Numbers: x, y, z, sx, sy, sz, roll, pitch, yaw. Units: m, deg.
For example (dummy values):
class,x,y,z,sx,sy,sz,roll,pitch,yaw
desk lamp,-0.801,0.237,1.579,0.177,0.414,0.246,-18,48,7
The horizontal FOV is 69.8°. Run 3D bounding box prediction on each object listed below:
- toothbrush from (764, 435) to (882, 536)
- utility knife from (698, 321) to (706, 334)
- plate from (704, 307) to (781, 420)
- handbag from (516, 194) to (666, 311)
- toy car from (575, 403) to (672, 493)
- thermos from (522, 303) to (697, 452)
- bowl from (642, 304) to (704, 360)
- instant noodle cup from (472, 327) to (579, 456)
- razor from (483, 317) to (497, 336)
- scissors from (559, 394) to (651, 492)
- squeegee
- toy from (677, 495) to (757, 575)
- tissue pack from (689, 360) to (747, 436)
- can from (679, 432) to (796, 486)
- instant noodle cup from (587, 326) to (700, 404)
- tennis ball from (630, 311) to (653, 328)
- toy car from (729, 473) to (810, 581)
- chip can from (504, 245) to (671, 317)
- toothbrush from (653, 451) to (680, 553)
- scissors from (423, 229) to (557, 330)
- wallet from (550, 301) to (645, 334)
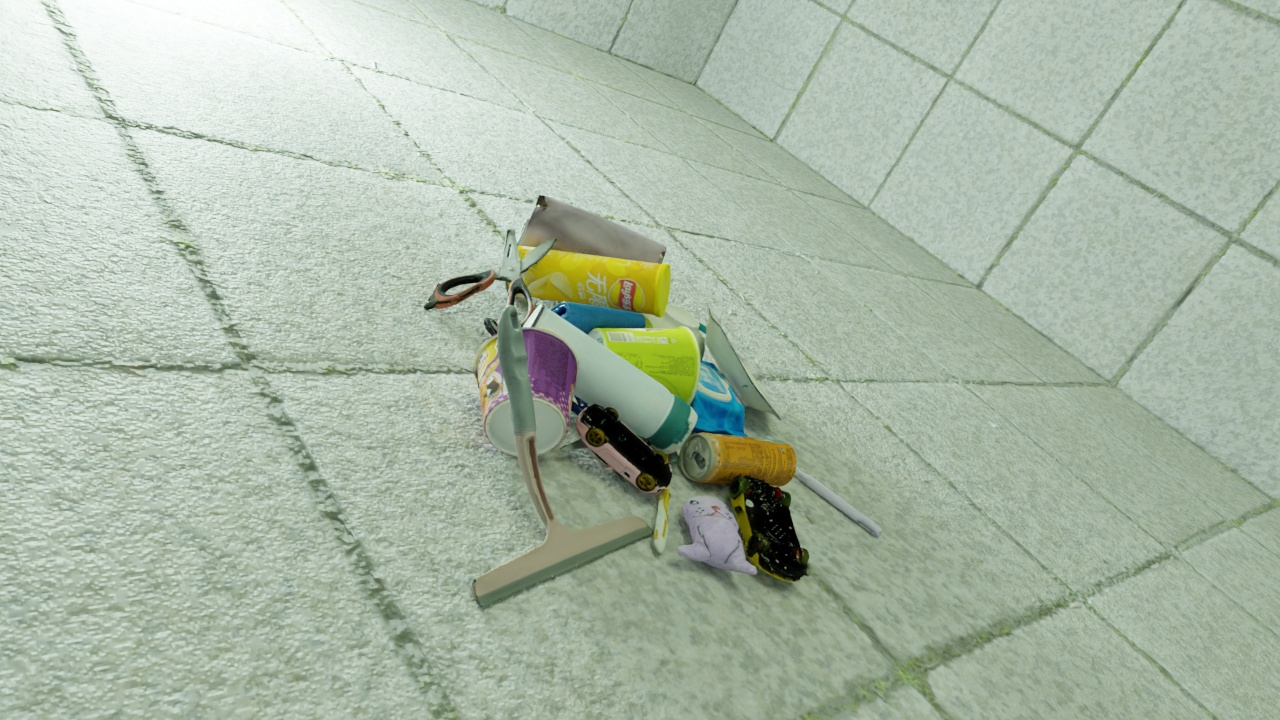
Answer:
class,x,y,z,sx,sy,sz,roll,pitch,yaw
toothbrush,0.232,0.162,1.181,0.189,0.029,0.021,39,66,17
utility knife,0.074,-0.063,1.384,0.029,0.013,0.222,21,-4,38
plate,0.132,0.010,1.286,0.164,0.034,0.163,56,6,-17
handbag,-0.077,-0.151,1.309,0.197,0.098,0.145,23,-20,-10
toy car,-0.019,0.097,0.977,0.122,0.037,0.056,42,32,-6
thermos,-0.037,0.025,1.035,0.224,0.073,0.073,34,22,-13
bowl,0.043,-0.037,1.307,0.116,0.066,0.116,24,24,-12
instant noodle cup,-0.116,0.038,0.940,0.111,0.112,0.099,19,35,-21
razor,-0.147,-0.003,1.079,0.142,0.022,0.042,45,18,30
scissors,-0.041,0.082,1.028,0.162,0.012,0.173,14,35,-44
squeegee,-0.100,0.072,0.847,0.247,0.040,0.249,-9,83,-54
toy,0.072,0.177,0.945,0.084,0.039,0.107,17,27,-12
tissue pack,0.078,0.045,1.198,0.095,0.052,0.157,15,27,-29
can,0.118,0.119,1.089,0.145,0.058,0.058,9,31,-38
instant noodle cup,-0.007,0.007,1.128,0.123,0.112,0.111,6,32,-26
tennis ball,-0.013,-0.034,1.238,0.065,0.066,0.065,24,24,-12
toy car,0.137,0.183,1.001,0.071,0.041,0.155,19,30,-21
chip can,-0.069,-0.107,1.220,0.213,0.072,0.072,9,22,10
toothbrush,0.029,0.147,0.981,0.016,0.018,0.191,56,17,-17
scissors,-0.172,-0.099,1.148,0.226,0.015,0.189,-25,50,-29
wallet,-0.074,-0.040,1.150,0.132,0.107,0.040,7,65,-44
